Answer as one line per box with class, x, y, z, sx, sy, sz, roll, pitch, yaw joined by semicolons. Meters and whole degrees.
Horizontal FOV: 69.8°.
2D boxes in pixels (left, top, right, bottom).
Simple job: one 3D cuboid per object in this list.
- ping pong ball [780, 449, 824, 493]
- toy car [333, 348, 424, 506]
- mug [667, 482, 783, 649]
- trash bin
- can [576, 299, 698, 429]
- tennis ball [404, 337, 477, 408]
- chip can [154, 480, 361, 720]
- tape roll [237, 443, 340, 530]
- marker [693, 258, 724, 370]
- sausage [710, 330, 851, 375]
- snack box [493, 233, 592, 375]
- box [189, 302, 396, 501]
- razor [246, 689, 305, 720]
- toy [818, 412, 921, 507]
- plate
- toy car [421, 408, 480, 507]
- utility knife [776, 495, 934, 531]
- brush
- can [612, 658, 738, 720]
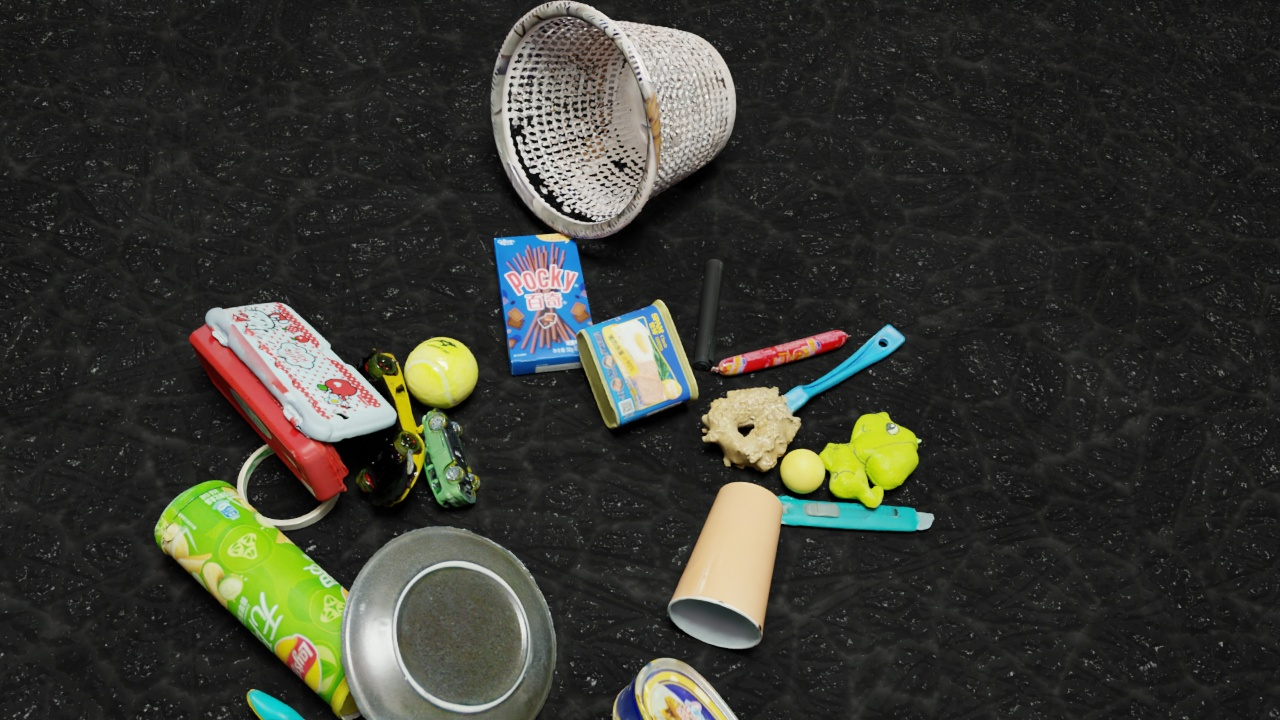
ping pong ball;0.148;0.101;0.836;0.040;0.040;0.040;3;57;-5
toy car;-0.227;0.060;0.807;0.041;0.071;0.155;19;35;-48
mug;0.078;0.167;0.768;0.078;0.078;0.122;20;52;6
trash bin;-0.012;-0.259;0.958;0.227;0.228;0.191;43;43;20
can;-0.005;0.005;0.859;0.083;0.057;0.102;-19;85;-16
tennis ball;-0.183;0.011;0.842;0.065;0.066;0.065;3;57;-5
chip can;-0.283;0.180;0.716;0.221;0.073;0.072;35;60;16
tape roll;-0.304;0.106;0.797;0.086;0.014;0.085;3;57;-4
marker;0.070;-0.049;0.938;0.020;0.022;0.131;32;50;-30
sausage;0.143;-0.007;0.920;0.155;0.020;0.020;-14;60;-15
snack box;-0.097;-0.061;0.922;0.084;0.026;0.157;-6;58;-11
box;-0.295;0.018;0.791;0.098;0.095;0.201;-37;57;-26
razor;-0.235;0.280;0.682;0.132;0.028;0.043;24;31;6
toy;0.216;0.092;0.856;0.100;0.031;0.096;-8;55;-8
plate;-0.136;0.208;0.693;0.179;0.024;0.179;21;51;-29
toy car;-0.170;0.086;0.807;0.036;0.043;0.091;-22;68;6
utility knife;0.187;0.139;0.832;0.164;0.013;0.029;4;56;-4
brush;0.165;0.029;0.892;0.254;0.046;0.083;-29;60;-27
can;0.041;0.294;0.679;0.074;0.049;0.148;-18;58;-41
